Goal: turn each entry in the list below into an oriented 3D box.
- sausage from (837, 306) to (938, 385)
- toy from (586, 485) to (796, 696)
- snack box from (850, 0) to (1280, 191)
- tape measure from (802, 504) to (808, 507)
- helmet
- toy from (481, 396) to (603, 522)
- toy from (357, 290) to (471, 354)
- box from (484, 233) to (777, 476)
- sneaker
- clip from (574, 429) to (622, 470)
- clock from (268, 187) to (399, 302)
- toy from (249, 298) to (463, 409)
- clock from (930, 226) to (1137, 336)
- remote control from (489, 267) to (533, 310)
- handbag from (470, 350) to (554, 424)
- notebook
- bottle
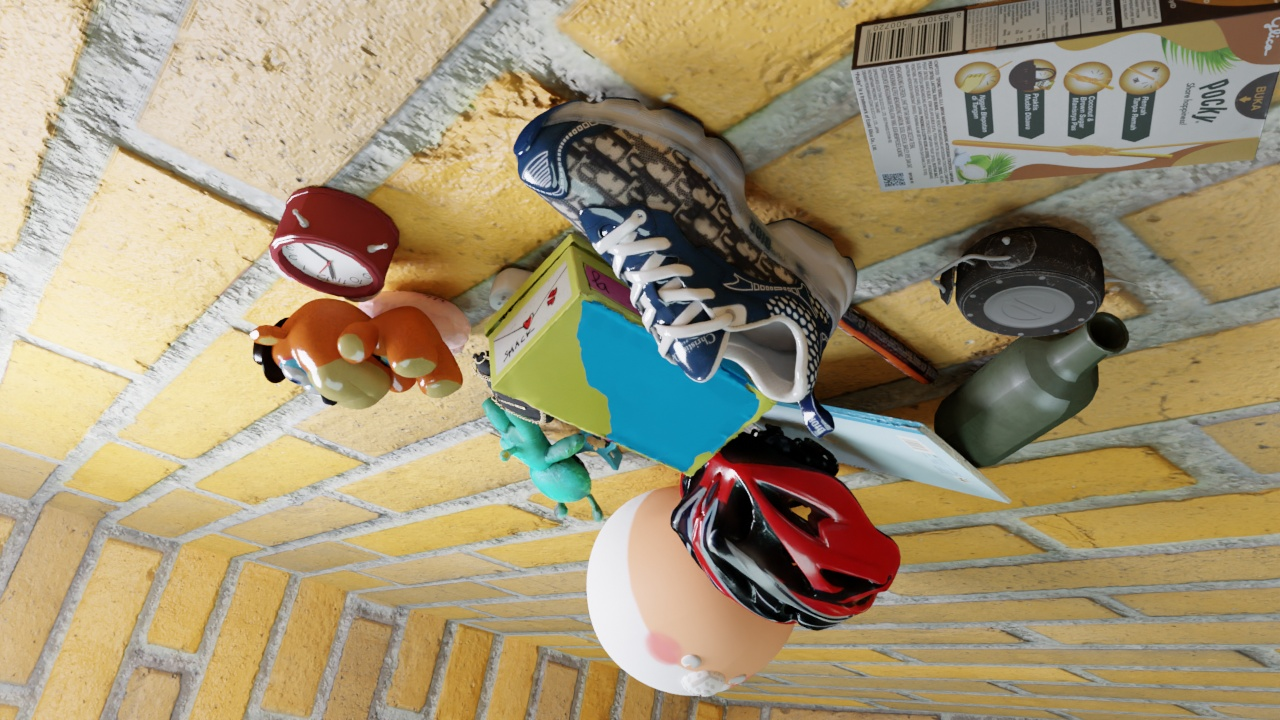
[{"bbox_3d":[0.201,-0.012,0.753,0.155,0.020,0.020,29,150,-33],"label":"sausage"},{"bbox_3d":[0.075,0.285,1.151,0.262,0.265,0.282,31,135,-32],"label":"toy"},{"bbox_3d":[0.211,-0.138,0.469,0.186,0.031,0.101,-1,153,24],"label":"snack box"},{"bbox_3d":[0.184,0.128,1.025,0.051,0.058,0.019,41,156,7],"label":"tape measure"},{"bbox_3d":[0.142,0.173,0.923,0.218,0.166,0.272,23,165,48],"label":"helmet"},{"bbox_3d":[-0.115,0.116,1.064,0.131,0.072,0.193,-4,132,43],"label":"toy"},{"bbox_3d":[-0.205,-0.030,0.853,0.108,0.053,0.105,9,166,5],"label":"toy"},{"bbox_3d":[-0.005,0.004,0.760,0.220,0.079,0.125,25,124,-33],"label":"box"},{"bbox_3d":[0.033,-0.052,0.583,0.269,0.132,0.103,30,140,-28],"label":"sneaker"},{"bbox_3d":[-0.062,0.094,1.082,0.103,0.027,0.120,12,155,-8],"label":"clip"},{"bbox_3d":[-0.249,-0.088,0.746,0.096,0.048,0.138,20,152,-19],"label":"clock"},{"bbox_3d":[-0.240,-0.008,0.769,0.176,0.096,0.112,14,165,15],"label":"toy"},{"bbox_3d":[0.253,-0.056,0.610,0.122,0.043,0.091,20,154,-18],"label":"clock"},{"bbox_3d":[-0.073,-0.045,0.786,0.114,0.028,0.060,20,154,-20],"label":"remote control"},{"bbox_3d":[-0.125,0.023,0.938,0.079,0.054,0.129,18,159,12],"label":"handbag"},{"bbox_3d":[0.193,0.074,0.863,0.254,0.009,0.181,11,163,48],"label":"notebook"},{"bbox_3d":[0.305,0.022,0.720,0.071,0.071,0.207,12,155,-3],"label":"bottle"}]
